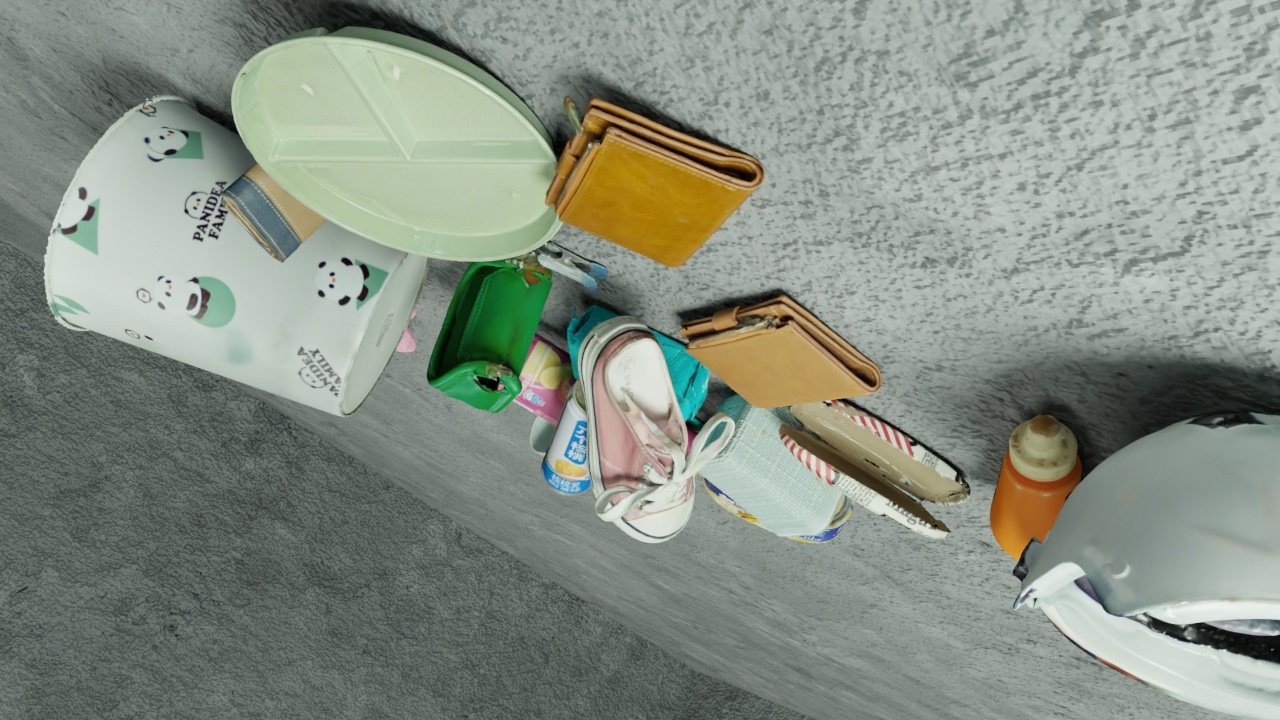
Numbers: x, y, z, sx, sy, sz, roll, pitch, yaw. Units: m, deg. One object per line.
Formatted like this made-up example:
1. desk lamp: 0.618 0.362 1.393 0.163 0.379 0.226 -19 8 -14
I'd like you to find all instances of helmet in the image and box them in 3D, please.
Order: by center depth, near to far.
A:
1. helmet: 0.335 0.112 0.491 0.229 0.145 0.259 22 167 21

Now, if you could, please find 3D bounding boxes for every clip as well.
1. clip: -0.055 -0.075 0.737 0.058 0.038 0.026 29 163 5

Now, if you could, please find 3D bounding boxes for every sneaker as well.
1. sneaker: 0.009 0.077 0.739 0.088 0.118 0.241 50 158 46

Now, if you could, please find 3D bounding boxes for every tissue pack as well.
1. tissue pack: -0.005 0.005 0.818 0.133 0.050 0.093 26 160 9

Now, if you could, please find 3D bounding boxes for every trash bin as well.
1. trash bin: -0.345 -0.082 0.835 0.252 0.229 0.230 24 161 -4

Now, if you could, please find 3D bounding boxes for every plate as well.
1. plate: -0.160 -0.141 0.629 0.230 0.027 0.230 10 155 5

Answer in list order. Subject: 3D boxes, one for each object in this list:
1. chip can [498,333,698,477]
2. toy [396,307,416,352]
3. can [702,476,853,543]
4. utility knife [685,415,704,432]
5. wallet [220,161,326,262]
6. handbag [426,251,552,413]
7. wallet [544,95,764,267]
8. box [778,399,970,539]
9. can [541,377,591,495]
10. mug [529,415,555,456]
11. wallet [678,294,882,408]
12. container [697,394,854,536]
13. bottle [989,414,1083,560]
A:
1. chip can: -0.038 0.052 0.899 0.210 0.071 0.072 33 160 -14
2. toy: -0.344 -0.062 1.064 0.178 0.074 0.195 22 161 -8
3. can: 0.132 0.123 0.891 0.148 0.074 0.049 23 156 12
4. utility knife: 0.027 0.042 0.921 0.029 0.013 0.157 1 147 48
5. wallet: -0.262 -0.140 0.714 0.033 0.115 0.090 35 163 20
6. handbag: -0.126 -0.028 0.789 0.068 0.131 0.120 23 159 -21
7. wallet: -0.005 -0.104 0.558 0.119 0.035 0.131 23 161 -11
8. box: 0.182 0.096 0.746 0.163 0.082 0.075 30 162 -8
9. can: -0.051 0.067 0.823 0.053 0.053 0.135 28 140 2
10. mug: -0.064 0.104 1.109 0.122 0.078 0.078 37 159 -34
11. wallet: 0.099 -0.003 0.690 0.108 0.031 0.132 36 156 -21
12. container: 0.116 0.086 0.808 0.111 0.089 0.090 36 159 -10
13. bottle: 0.277 0.086 0.635 0.067 0.066 0.149 16 149 31
